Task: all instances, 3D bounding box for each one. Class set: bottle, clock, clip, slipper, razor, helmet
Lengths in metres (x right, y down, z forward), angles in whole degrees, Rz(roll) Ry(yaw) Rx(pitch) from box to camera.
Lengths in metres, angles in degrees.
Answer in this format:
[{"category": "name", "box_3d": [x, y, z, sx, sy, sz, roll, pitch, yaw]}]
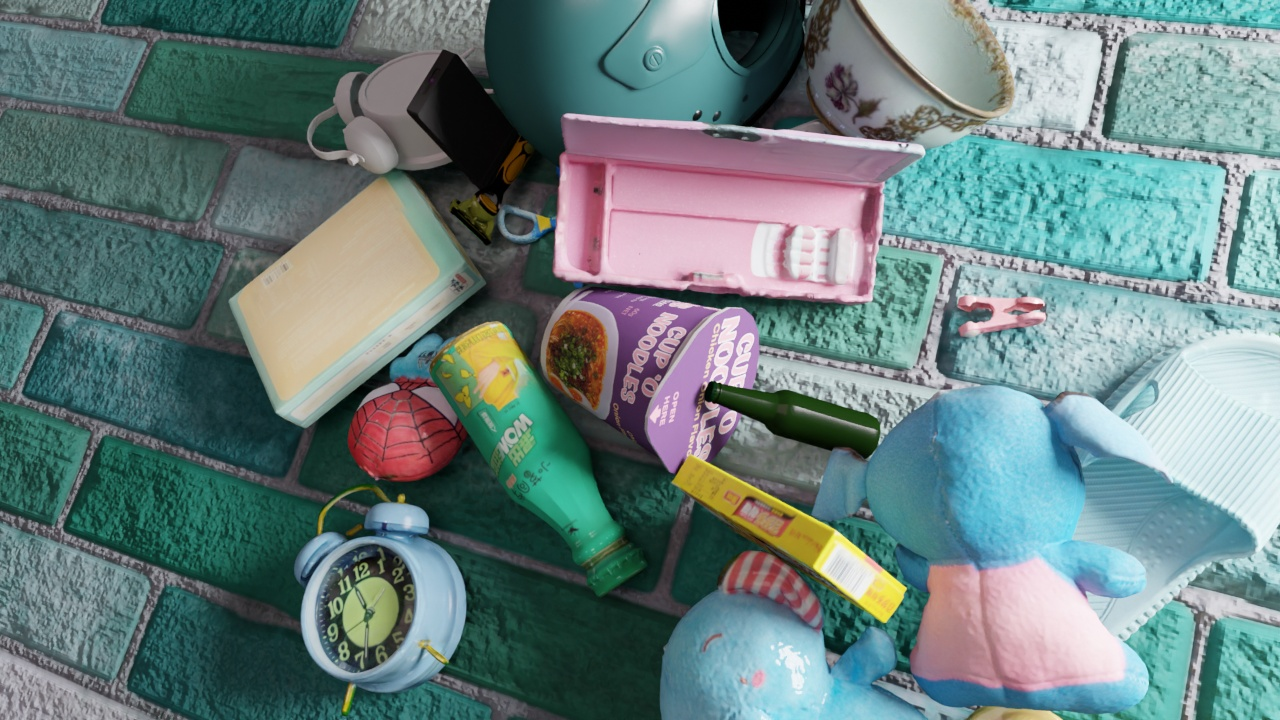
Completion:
[{"category": "bottle", "box_3d": [0.101, 0.037, 0.619, 0.123, 0.033, 0.033, 17, 77, -15]}, {"category": "clock", "box_3d": [-0.199, 0.171, 0.687, 0.118, 0.060, 0.162, -31, 64, 7]}, {"category": "clip", "box_3d": [0.248, -0.037, 0.639, 0.060, 0.023, 0.045, -27, 70, 13]}, {"category": "slipper", "box_3d": [0.275, 0.306, 0.497, 0.099, 0.078, 0.263, -41, 67, 4]}, {"category": "razor", "box_3d": [-0.107, -0.165, 0.767, 0.021, 0.044, 0.144, 2, 57, 48]}, {"category": "clock", "box_3d": [-0.204, -0.207, 0.782, 0.159, 0.061, 0.119, -21, 49, -6]}, {"category": "slipper", "box_3d": [0.312, 0.082, 0.559, 0.276, 0.069, 0.116, -46, 64, 0]}, {"category": "helmet", "box_3d": [0.011, -0.262, 0.667, 0.275, 0.200, 0.176, -36, 57, 2]}, {"category": "bottle", "box_3d": [-0.071, 0.073, 0.664, 0.068, 0.068, 0.209, -36, 80, 3]}]

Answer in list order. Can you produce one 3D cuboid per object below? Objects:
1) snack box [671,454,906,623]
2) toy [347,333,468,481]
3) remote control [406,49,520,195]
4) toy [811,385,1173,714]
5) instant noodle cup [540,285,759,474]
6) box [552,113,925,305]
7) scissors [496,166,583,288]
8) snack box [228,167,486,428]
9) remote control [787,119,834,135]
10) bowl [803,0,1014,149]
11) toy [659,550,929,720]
[{"category": "snack box", "box_3d": [0.087, 0.107, 0.572, 0.025, 0.075, 0.152, -55, 31, -8]}, {"category": "toy", "box_3d": [-0.174, 0.035, 0.722, 0.092, 0.062, 0.132, 11, 65, 12]}, {"category": "remote control", "box_3d": [-0.137, -0.187, 0.735, 0.013, 0.133, 0.058, 26, 81, 22]}, {"category": "toy", "box_3d": [0.195, 0.112, 0.543, 0.225, 0.098, 0.191, -16, 81, 40]}, {"category": "instant noodle cup", "box_3d": [-0.004, 0.004, 0.649, 0.122, 0.136, 0.122, 22, 113, 31]}, {"category": "box", "box_3d": [0.058, -0.097, 0.614, 0.232, 0.115, 0.106, 6, 92, -3]}, {"category": "scissors", "box_3d": [-0.068, -0.113, 0.758, 0.123, 0.016, 0.125, -18, 68, 14]}, {"category": "snack box", "box_3d": [-0.241, -0.057, 0.766, 0.193, 0.044, 0.141, -38, 58, 1]}, {"category": "remote control", "box_3d": [0.092, -0.143, 0.699, 0.133, 0.022, 0.050, -22, 53, -6]}, {"category": "bowl", "box_3d": [0.176, -0.211, 0.660, 0.094, 0.159, 0.159, -41, 59, 46]}, {"category": "toy", "box_3d": [0.090, 0.220, 0.557, 0.181, 0.114, 0.183, 25, 106, 25]}]
